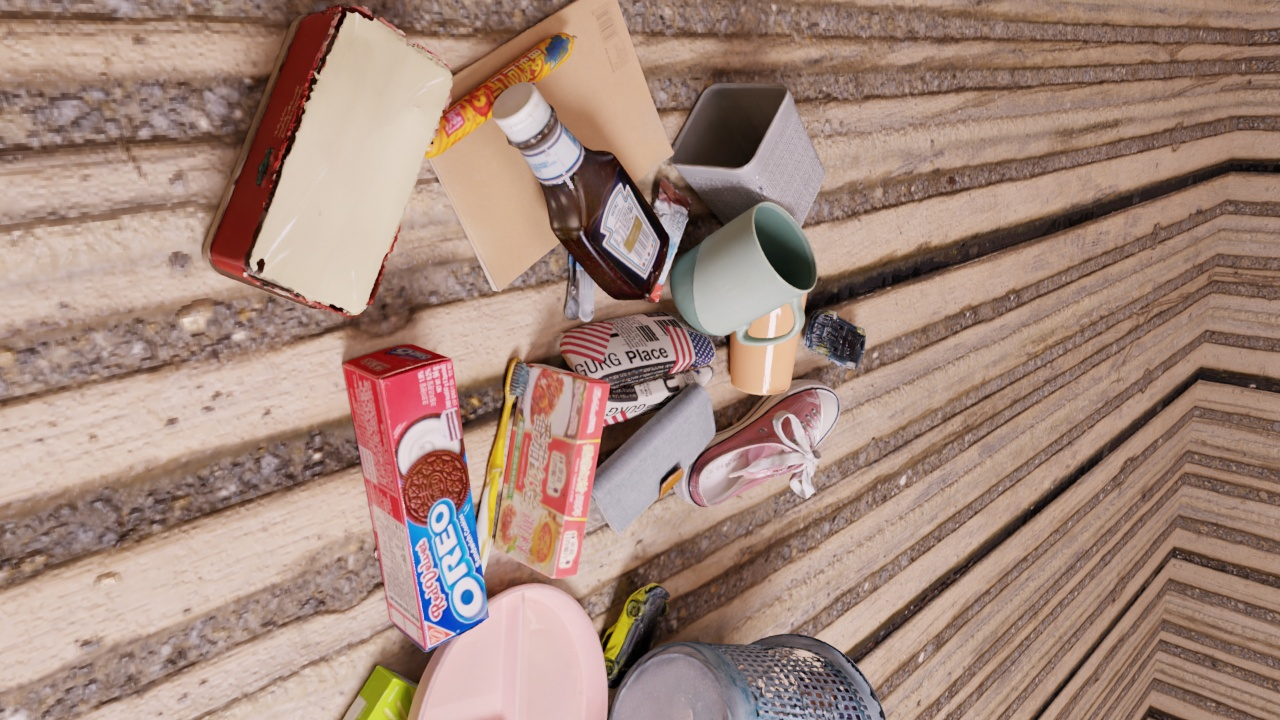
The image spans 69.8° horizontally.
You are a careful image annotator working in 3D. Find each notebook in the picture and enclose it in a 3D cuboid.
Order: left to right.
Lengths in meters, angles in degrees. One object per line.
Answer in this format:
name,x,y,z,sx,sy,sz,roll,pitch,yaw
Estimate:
notebook,-0.065,-0.172,0.694,0.210,0.012,0.149,-44,127,-30

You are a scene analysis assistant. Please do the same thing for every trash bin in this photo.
trash bin,0.083,0.347,0.837,0.195,0.227,0.226,32,77,-42

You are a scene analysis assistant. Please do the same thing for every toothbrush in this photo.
toothbrush,-0.111,0.092,0.710,0.016,0.018,0.191,9,94,-45

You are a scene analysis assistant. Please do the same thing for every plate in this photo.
plate,-0.102,0.294,0.730,0.229,0.028,0.229,8,81,-55

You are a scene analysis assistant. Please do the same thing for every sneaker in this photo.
sneaker,0.140,0.088,0.921,0.240,0.088,0.118,-22,116,-40

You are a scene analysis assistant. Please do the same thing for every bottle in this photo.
bottle,-0.041,-0.123,0.679,0.195,0.044,0.079,48,53,-48

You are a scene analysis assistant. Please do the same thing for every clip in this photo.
clip,-0.048,-0.060,0.739,0.025,0.036,0.058,-4,99,-48

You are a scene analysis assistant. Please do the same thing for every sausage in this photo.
sausage,-0.098,-0.186,0.634,0.164,0.021,0.021,-47,130,-28

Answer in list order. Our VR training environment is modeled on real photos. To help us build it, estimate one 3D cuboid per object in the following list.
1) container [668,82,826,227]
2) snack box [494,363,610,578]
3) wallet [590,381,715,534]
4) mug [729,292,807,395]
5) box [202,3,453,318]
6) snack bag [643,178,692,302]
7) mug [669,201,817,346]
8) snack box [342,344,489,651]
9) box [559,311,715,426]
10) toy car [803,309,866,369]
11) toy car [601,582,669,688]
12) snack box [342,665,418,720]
container,0.100,-0.172,0.812,0.114,0.090,0.090,44,69,-46
snack box,-0.070,0.083,0.709,0.025,0.075,0.153,5,97,-47
wallet,0.015,0.089,0.793,0.129,0.037,0.107,-43,152,-13
mug,0.119,-0.033,0.883,0.078,0.078,0.123,-18,118,-43
box,-0.177,-0.114,0.543,0.091,0.078,0.168,24,83,-46
snack bag,0.016,-0.100,0.787,0.045,0.026,0.105,26,80,-41
mug,0.091,-0.062,0.788,0.082,0.107,0.111,-25,86,-51
snack box,-0.154,0.096,0.638,0.057,0.058,0.208,-20,114,-39
box,-0.005,0.003,0.784,0.162,0.076,0.087,-11,78,-42
toy car,0.214,-0.023,1.010,0.105,0.031,0.049,21,85,-46
toy car,-0.009,0.251,0.844,0.048,0.032,0.105,20,96,-53
snack box,-0.167,0.301,0.702,0.085,0.026,0.156,-58,135,-18
